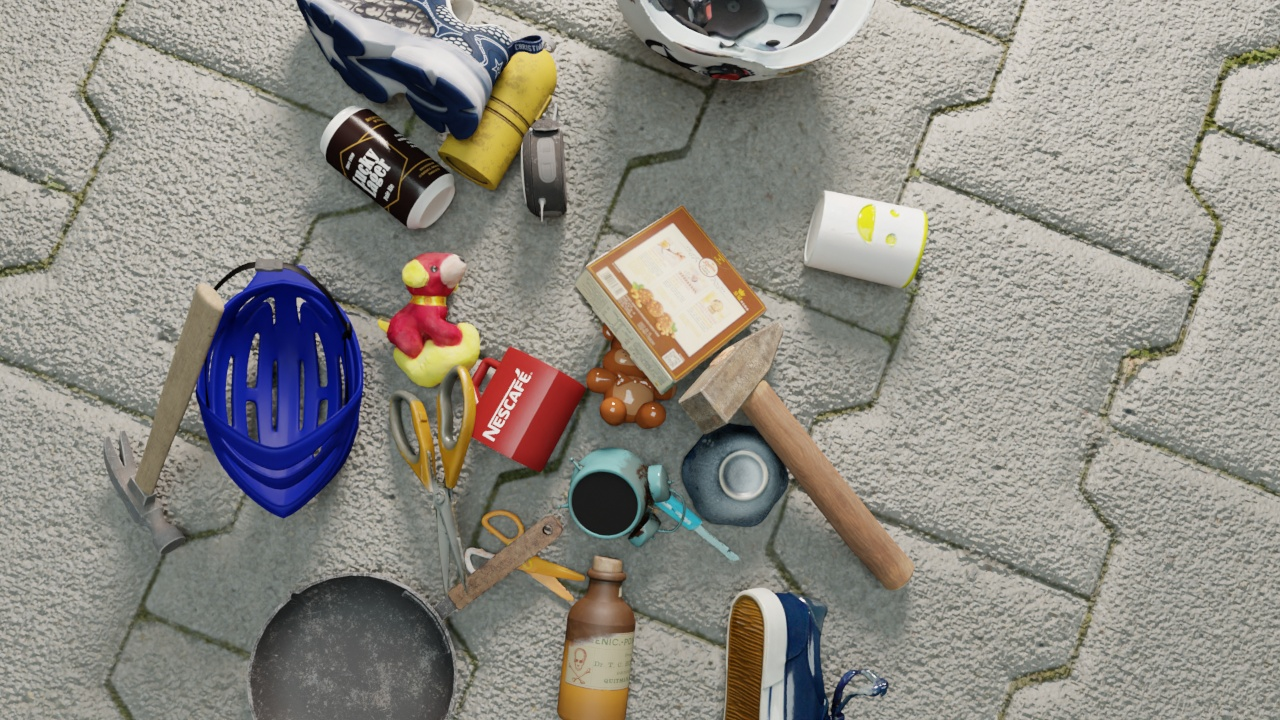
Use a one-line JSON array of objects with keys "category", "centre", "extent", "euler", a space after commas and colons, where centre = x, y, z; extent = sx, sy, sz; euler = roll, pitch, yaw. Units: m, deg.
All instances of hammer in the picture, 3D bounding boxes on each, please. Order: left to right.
[{"category": "hammer", "centre": [-0.427, 0.050, 0.826], "extent": [0.119, 0.332, 0.030], "euler": [48, 40, 10]}, {"category": "hammer", "centre": [0.177, 0.108, 0.921], "extent": [0.301, 0.037, 0.157], "euler": [51, 45, -6]}]

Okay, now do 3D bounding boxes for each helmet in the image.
[{"category": "helmet", "centre": [-0.331, 0.011, 0.841], "extent": [0.147, 0.228, 0.241], "euler": [-1, 70, -17]}, {"category": "helmet", "centre": [0.096, -0.390, 0.932], "extent": [0.264, 0.164, 0.236], "euler": [17, 87, -7]}]

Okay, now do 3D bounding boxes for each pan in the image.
[{"category": "pan", "centre": [-0.218, 0.264, 0.912], "extent": [0.356, 0.040, 0.207], "euler": [-36, 86, -6]}]

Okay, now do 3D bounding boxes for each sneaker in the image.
[{"category": "sneaker", "centre": [-0.229, -0.333, 0.933], "extent": [0.269, 0.103, 0.132], "euler": [31, 69, 24]}, {"category": "sneaker", "centre": [0.155, 0.373, 0.894], "extent": [0.127, 0.121, 0.294], "euler": [7, 81, -24]}]

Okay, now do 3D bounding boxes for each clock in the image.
[{"category": "clock", "centre": [-0.100, -0.198, 0.939], "extent": [0.044, 0.091, 0.123], "euler": [-3, 90, -3]}, {"category": "clock", "centre": [-0.017, 0.140, 0.917], "extent": [0.124, 0.053, 0.090], "euler": [16, 105, 7]}]

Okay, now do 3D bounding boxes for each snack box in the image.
[{"category": "snack box", "centre": [0.032, -0.064, 0.927], "extent": [0.146, 0.041, 0.143], "euler": [-37, 87, -31]}]

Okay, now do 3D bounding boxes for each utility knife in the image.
[{"category": "utility knife", "centre": [0.040, 0.154, 0.945], "extent": [0.158, 0.015, 0.022], "euler": [37, 107, 1]}]

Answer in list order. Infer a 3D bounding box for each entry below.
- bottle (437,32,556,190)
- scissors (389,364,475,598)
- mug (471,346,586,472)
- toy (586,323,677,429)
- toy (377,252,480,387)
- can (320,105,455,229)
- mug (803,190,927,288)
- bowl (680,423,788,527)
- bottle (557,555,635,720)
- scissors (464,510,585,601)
[{"category": "bottle", "centre": [-0.139, -0.266, 0.957], "extent": [0.071, 0.071, 0.163], "euler": [30, 84, 1]}, {"category": "scissors", "centre": [-0.204, 0.117, 0.903], "extent": [0.166, 0.016, 0.225], "euler": [-2, 86, 39]}, {"category": "mug", "centre": [-0.128, 0.044, 0.923], "extent": [0.116, 0.080, 0.096], "euler": [24, 82, 30]}, {"category": "toy", "centre": [-0.006, 0.005, 0.937], "extent": [0.095, 0.065, 0.127], "euler": [7, 78, -11]}, {"category": "toy", "centre": [-0.218, -0.041, 0.939], "extent": [0.105, 0.067, 0.137], "euler": [-1, 96, 0]}, {"category": "can", "centre": [-0.258, -0.197, 0.943], "extent": [0.128, 0.072, 0.072], "euler": [39, 84, 2]}, {"category": "mug", "centre": [0.231, -0.125, 0.948], "extent": [0.106, 0.082, 0.082], "euler": [12, 83, 0]}, {"category": "bowl", "centre": [0.100, 0.117, 0.931], "extent": [0.110, 0.055, 0.110], "euler": [0, 84, -3]}, {"category": "bottle", "centre": [-0.040, 0.273, 0.903], "extent": [0.068, 0.068, 0.157], "euler": [6, 84, -1]}, {"category": "scissors", "centre": [-0.121, 0.215, 0.934], "extent": [0.133, 0.012, 0.084], "euler": [39, 85, 3]}]
